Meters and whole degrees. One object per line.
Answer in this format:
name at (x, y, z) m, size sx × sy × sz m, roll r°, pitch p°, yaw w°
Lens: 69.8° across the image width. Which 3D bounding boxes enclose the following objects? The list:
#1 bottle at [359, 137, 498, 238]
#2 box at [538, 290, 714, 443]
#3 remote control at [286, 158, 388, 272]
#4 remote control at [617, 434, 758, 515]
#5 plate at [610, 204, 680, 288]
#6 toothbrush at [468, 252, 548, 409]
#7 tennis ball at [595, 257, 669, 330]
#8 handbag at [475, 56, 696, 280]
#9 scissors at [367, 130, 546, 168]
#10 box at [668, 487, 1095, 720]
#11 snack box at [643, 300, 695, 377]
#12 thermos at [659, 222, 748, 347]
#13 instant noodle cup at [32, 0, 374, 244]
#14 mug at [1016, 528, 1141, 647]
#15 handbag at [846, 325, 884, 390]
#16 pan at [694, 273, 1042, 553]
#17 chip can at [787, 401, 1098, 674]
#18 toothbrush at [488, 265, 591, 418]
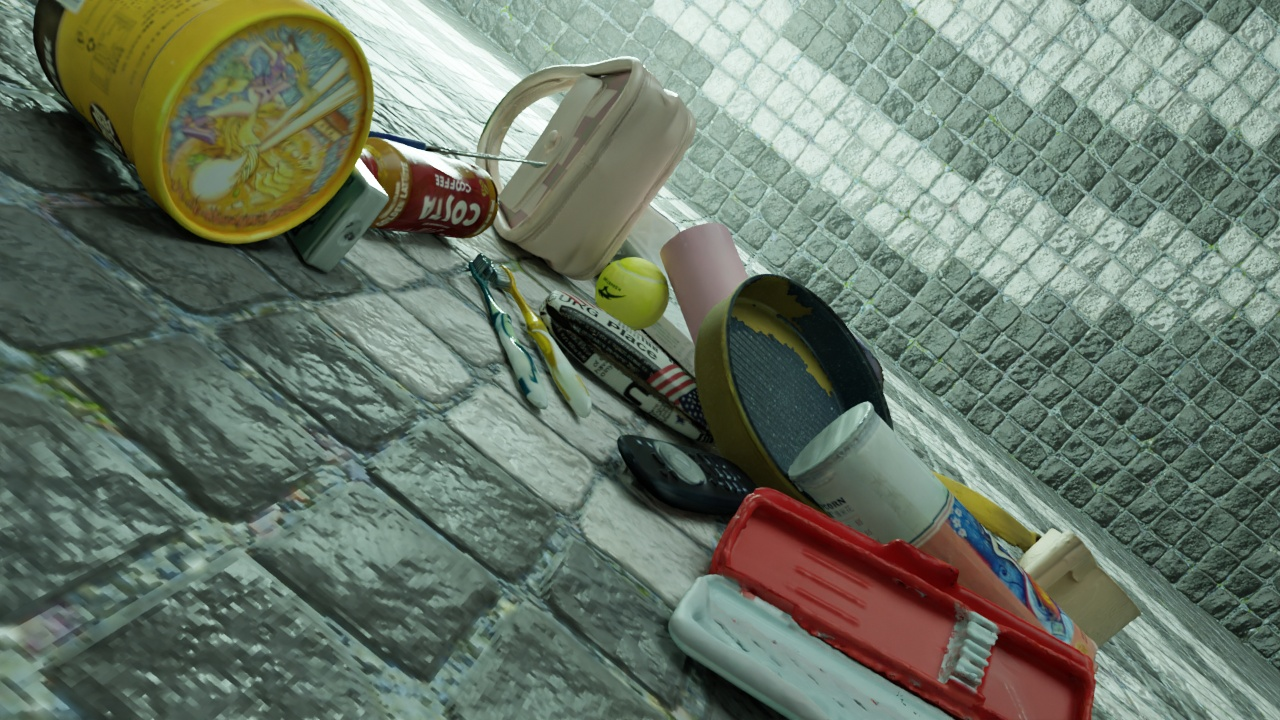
bottle at (-0.157, -0.115, 0.622) m, size 0.057 × 0.057 × 0.174 m, roll 41°, pitch 14°, yaw 10°
box at (-0.007, 0.007, 0.669) m, size 0.164 × 0.052 × 0.068 m, roll 36°, pitch 27°, yaw -6°
remote control at (-0.190, -0.109, 0.520) m, size 0.135 × 0.056 × 0.019 m, roll 49°, pitch 11°, yaw 34°
remote control at (0.030, 0.074, 0.565) m, size 0.136 × 0.024 × 0.053 m, roll 19°, pitch 25°, yaw -51°
plate at (-0.028, -0.147, 0.972) m, size 0.205 × 0.045 × 0.205 m, roll 42°, pitch -7°, yaw 6°
toothbrush at (-0.087, -0.025, 0.597) m, size 0.016 × 0.018 × 0.191 m, roll 29°, pitch 16°, yaw -35°
tennis ball at (-0.007, -0.059, 0.809) m, size 0.065 × 0.065 × 0.065 m, roll 36°, pitch 14°, yaw -11°
handbag at (-0.078, -0.201, 0.863) m, size 0.093 × 0.193 × 0.234 m, roll 34°, pitch 5°, yaw -44°
scissors at (-0.161, -0.160, 0.695) m, size 0.133 × 0.012 × 0.172 m, roll 15°, pitch 10°, yaw 43°
box at (0.120, 0.147, 0.444) m, size 0.201 × 0.058 × 0.160 m, roll 28°, pitch 29°, yaw 12°
snack box at (0.032, -0.031, 0.903) m, size 0.157 × 0.027 × 0.084 m, roll 44°, pitch 14°, yaw 22°
thermos at (0.088, -0.020, 0.777) m, size 0.087 × 0.067 × 0.198 m, roll -13°, pitch 67°, yaw -20°
instant noodle cup at (-0.212, -0.135, 0.440) m, size 0.114 × 0.118 × 0.118 m, roll 35°, pitch 12°, yaw 17°
mug at (0.297, 0.185, 0.683) m, size 0.124 × 0.103 × 0.084 m, roll 40°, pitch 8°, yaw -47°
handbag at (0.149, -0.005, 0.900) m, size 0.134 × 0.075 × 0.194 m, roll 42°, pitch -6°, yaw -6°
pan at (0.188, 0.071, 0.712) m, size 0.357 × 0.078 × 0.197 m, roll 40°, pitch 43°, yaw -22°
chip can at (0.194, 0.128, 0.590) m, size 0.214 × 0.071 × 0.071 m, roll 47°, pitch 14°, yaw -1°
toothbrush at (-0.072, -0.019, 0.623) m, size 0.018 × 0.016 × 0.191 m, roll 14°, pitch 25°, yaw -35°
